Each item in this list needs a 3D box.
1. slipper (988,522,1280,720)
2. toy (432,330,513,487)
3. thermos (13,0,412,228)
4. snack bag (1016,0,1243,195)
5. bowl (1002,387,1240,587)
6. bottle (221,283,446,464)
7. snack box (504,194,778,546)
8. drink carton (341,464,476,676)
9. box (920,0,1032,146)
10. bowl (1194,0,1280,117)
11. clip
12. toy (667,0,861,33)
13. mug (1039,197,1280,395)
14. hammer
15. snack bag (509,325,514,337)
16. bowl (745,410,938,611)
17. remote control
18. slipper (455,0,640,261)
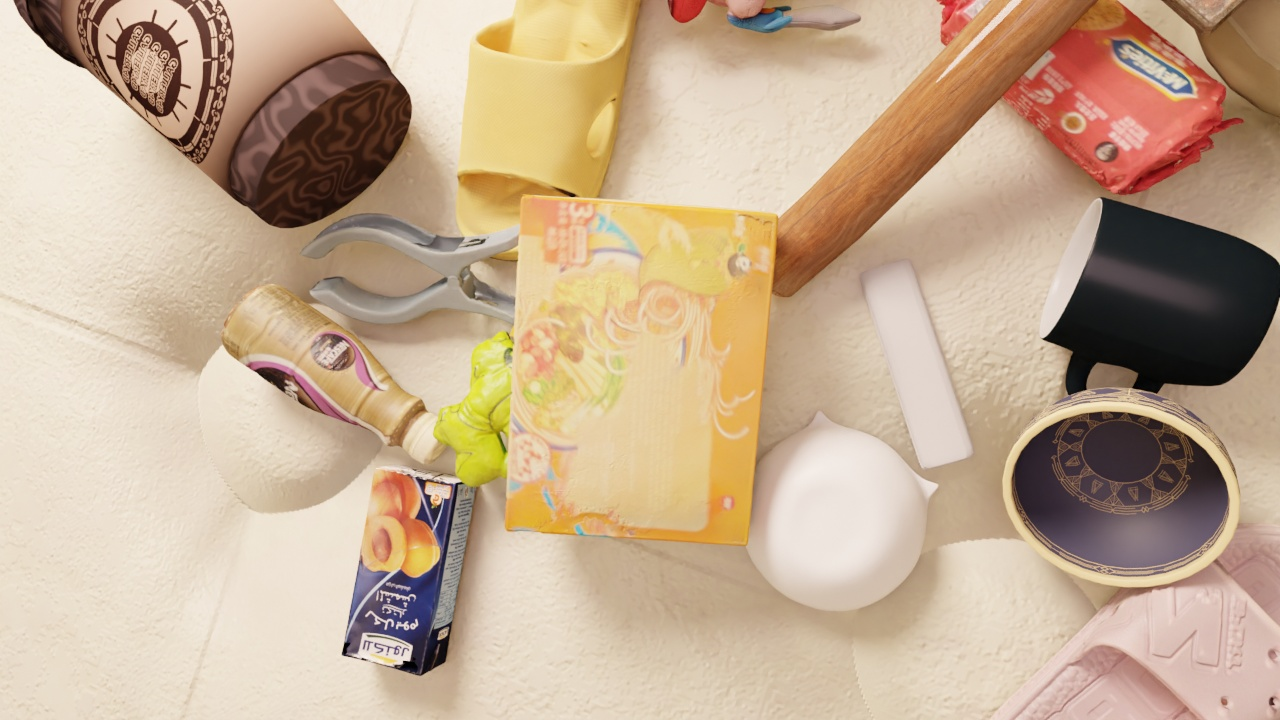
[{"bbox_3d":[0.288,0.178,0.504,0.239,0.064,0.094,-42,78,8],"label":"slipper"},{"bbox_3d":[-0.093,0.032,0.608,0.093,0.036,0.094,-28,82,-9],"label":"toy"},{"bbox_3d":[-0.278,-0.213,0.615,0.226,0.172,0.173,45,96,6],"label":"thermos"},{"bbox_3d":[0.251,-0.171,0.535,0.082,0.082,0.176,-43,77,6],"label":"snack bag"},{"bbox_3d":[0.267,0.062,0.512,0.112,0.061,0.112,14,120,25],"label":"bowl"},{"bbox_3d":[-0.204,0.014,0.631,0.166,0.059,0.059,33,93,4],"label":"bottle"},{"bbox_3d":[-0.003,0.003,0.553,0.145,0.080,0.195,4,99,-2],"label":"snack box"},{"bbox_3d":[-0.154,0.140,0.618,0.064,0.040,0.130,9,88,14],"label":"drink carton"},{"bbox_3d":[0.019,-0.263,0.411,0.198,0.217,0.350,-14,55,6],"label":"box"},{"bbox_3d":[0.372,-0.185,0.505,0.152,0.050,0.152,1,69,-3],"label":"bowl"},{"bbox_3d":[-0.150,-0.075,0.611,0.163,0.028,0.112,5,125,9],"label":"clip"},{"bbox_3d":[0.078,-0.266,0.572,0.131,0.097,0.124,-8,74,-7],"label":"toy"},{"bbox_3d":[0.282,-0.020,0.517,0.094,0.085,0.122,20,118,13],"label":"mug"},{"bbox_3d":[0.165,-0.151,0.519,0.158,0.037,0.302,49,118,11],"label":"hammer"},{"bbox_3d":[-0.037,-0.008,0.604,0.099,0.020,0.026,23,96,0],"label":"snack bag"},{"bbox_3d":[0.115,0.097,0.555,0.115,0.050,0.114,-1,85,13],"label":"bowl"},{"bbox_3d":[0.171,0.001,0.569,0.033,0.012,0.131,-18,82,11],"label":"remote control"},{"bbox_3d":[-0.059,-0.194,0.603,0.099,0.078,0.263,16,92,10],"label":"slipper"}]
